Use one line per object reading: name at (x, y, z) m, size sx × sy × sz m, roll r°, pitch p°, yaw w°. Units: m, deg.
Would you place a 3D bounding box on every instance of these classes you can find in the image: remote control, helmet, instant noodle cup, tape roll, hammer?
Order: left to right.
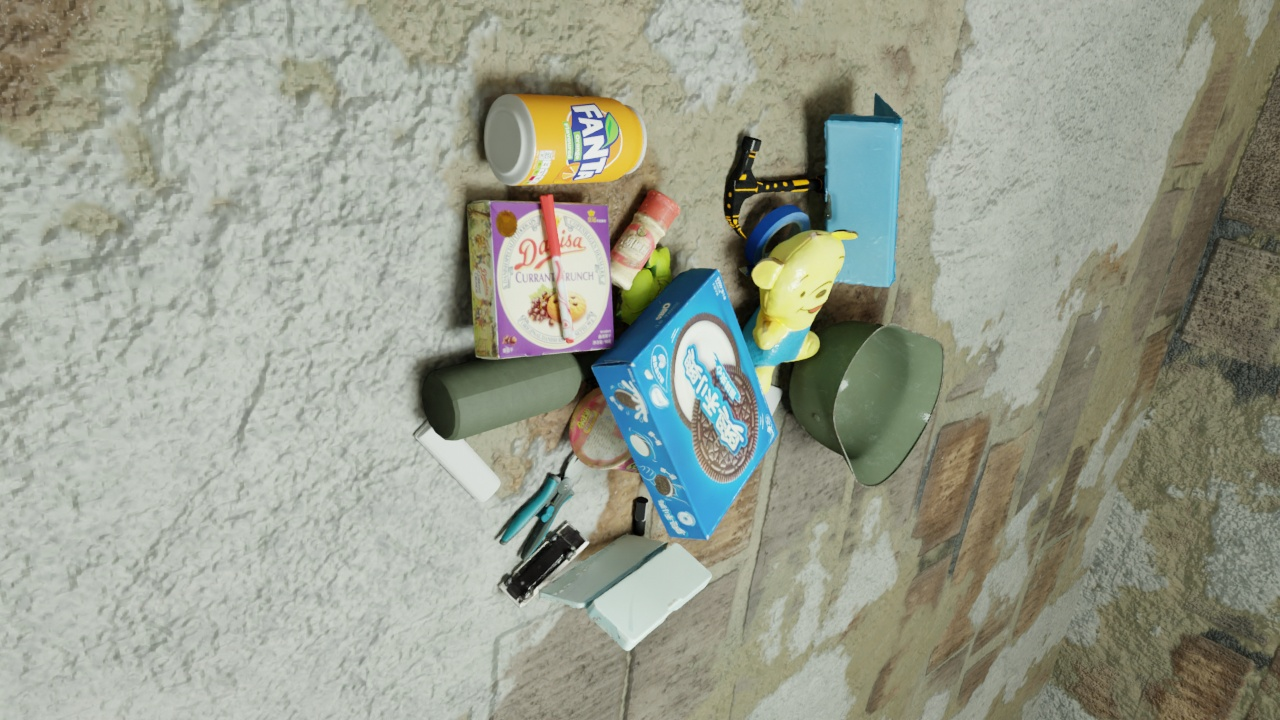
remote control at (-0.187, 0.103, 0.952) m, size 0.033 × 0.012 × 0.131 m, roll -47°, pitch 137°, yaw -16°
instant noodle cup at (-0.013, 0.088, 1.064) m, size 0.097 × 0.098 × 0.108 m, roll -61°, pitch 147°, yaw -1°
remote control at (0.159, 0.103, 1.301) m, size 0.045 × 0.008 × 0.147 m, roll 19°, pitch 97°, yaw -48°
tape roll at (0.171, -0.151, 1.142) m, size 0.091 × 0.016 × 0.093 m, roll -19°, pitch 144°, yaw -34°
hammer at (0.226, -0.222, 1.173) m, size 0.319 × 0.036 × 0.123 m, roll -11°, pitch 122°, yaw -40°
helmet at (0.298, 0.037, 1.293) m, size 0.226 × 0.154 × 0.268 m, roll -53°, pitch 143°, yaw -11°

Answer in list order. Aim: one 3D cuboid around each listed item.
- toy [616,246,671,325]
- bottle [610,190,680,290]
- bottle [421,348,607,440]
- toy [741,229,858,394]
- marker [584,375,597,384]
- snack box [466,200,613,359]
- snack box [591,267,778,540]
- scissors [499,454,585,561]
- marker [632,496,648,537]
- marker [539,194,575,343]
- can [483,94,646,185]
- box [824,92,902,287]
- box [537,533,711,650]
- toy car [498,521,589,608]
toy at (0.007, -0.079, 1.030) m, size 0.093 × 0.036 × 0.094 m, roll -35°, pitch 135°, yaw -37°
bottle at (-0.001, -0.129, 0.987) m, size 0.109 × 0.044 × 0.044 m, roll -57°, pitch 139°, yaw -4°
bottle at (-0.116, 0.022, 0.934) m, size 0.206 × 0.071 × 0.071 m, roll -16°, pitch 122°, yaw -39°
toy at (0.185, -0.073, 1.154) m, size 0.148 × 0.084 × 0.214 m, roll -32°, pitch 145°, yaw -36°
marker at (-0.006, 0.006, 1.081) m, size 0.151 × 0.011 × 0.011 m, roll -17°, pitch 123°, yaw -39°
snack box at (-0.094, -0.079, 0.890) m, size 0.143 × 0.041 × 0.148 m, roll -7°, pitch 97°, yaw -43°
snack box at (0.058, 0.047, 1.019) m, size 0.195 × 0.056 × 0.239 m, roll -48°, pitch 125°, yaw -41°
scissors at (-0.108, 0.169, 1.063) m, size 0.127 × 0.019 × 0.153 m, roll -11°, pitch 118°, yaw -43°
marker at (-0.004, 0.243, 1.210) m, size 0.016 × 0.016 × 0.141 m, roll -16°, pitch 122°, yaw -39°
marker at (-0.077, -0.085, 0.867) m, size 0.012 × 0.013 × 0.142 m, roll -17°, pitch 104°, yaw -39°
can at (-0.069, -0.204, 0.850) m, size 0.142 × 0.079 × 0.079 m, roll -12°, pitch 120°, yaw -41°
box at (0.288, -0.216, 1.168) m, size 0.101 × 0.094 × 0.232 m, roll -60°, pitch 149°, yaw -45°
box at (-0.012, 0.261, 1.087) m, size 0.196 × 0.136 × 0.049 m, roll -17°, pitch 124°, yaw -57°
toy car at (-0.113, 0.244, 1.088) m, size 0.113 × 0.039 × 0.039 m, roll -42°, pitch 157°, yaw -19°
